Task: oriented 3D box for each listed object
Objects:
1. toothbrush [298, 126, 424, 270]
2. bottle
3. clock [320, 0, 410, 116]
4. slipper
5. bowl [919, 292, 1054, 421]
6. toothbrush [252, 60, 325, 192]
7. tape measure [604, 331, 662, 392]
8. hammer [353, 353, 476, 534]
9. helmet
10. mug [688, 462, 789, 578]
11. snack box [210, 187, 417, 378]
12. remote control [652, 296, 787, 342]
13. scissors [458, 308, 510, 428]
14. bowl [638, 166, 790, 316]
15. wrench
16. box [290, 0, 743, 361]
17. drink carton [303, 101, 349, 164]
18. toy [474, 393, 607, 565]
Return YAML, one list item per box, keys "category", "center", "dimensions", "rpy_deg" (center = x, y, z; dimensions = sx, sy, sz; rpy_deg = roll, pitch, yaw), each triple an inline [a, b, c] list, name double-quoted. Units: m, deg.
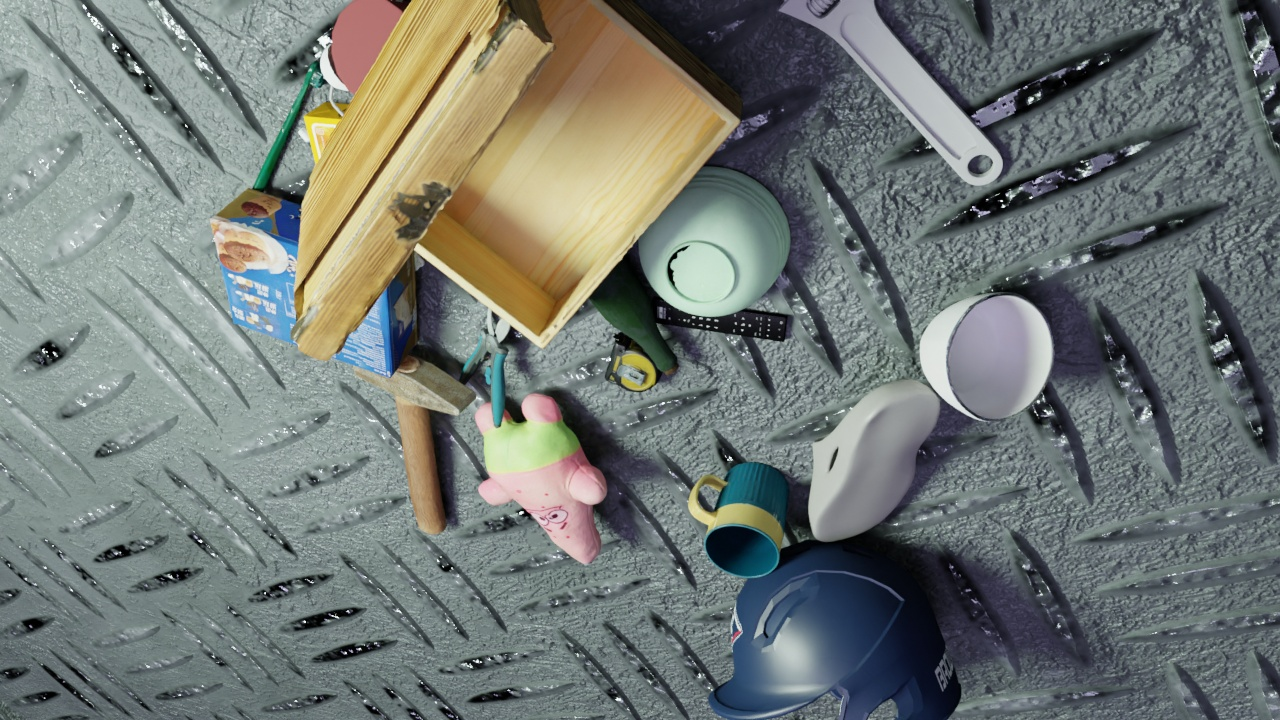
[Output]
- category: "toothbrush"
  center: [-0.297, -0.170, 0.979]
  dimensions: [0.012, 0.017, 0.187]
  rpy_deg: [-24, 115, 33]
- category: "bottle"
  center: [-0.014, -0.055, 0.942]
  dimensions: [0.055, 0.055, 0.174]
  rpy_deg: [-23, 115, 31]
- category: "clock"
  center: [-0.238, -0.275, 0.844]
  dimensions: [0.096, 0.048, 0.138]
  rpy_deg: [47, 117, 2]
- category: "slipper"
  center: [0.228, 0.091, 0.955]
  dimensions: [0.112, 0.080, 0.266]
  rpy_deg: [-16, 144, -13]
- category: "bowl"
  center: [0.309, -0.006, 0.839]
  dimensions: [0.116, 0.066, 0.116]
  rpy_deg: [-2, 98, -17]
- category: "toothbrush"
  center: [-0.367, -0.237, 0.955]
  dimensions: [0.017, 0.016, 0.190]
  rpy_deg: [36, 129, -14]
- category: "tape measure"
  center: [-0.006, 0.006, 0.999]
  dimensions: [0.061, 0.034, 0.062]
  rpy_deg: [17, 129, 4]
- category: "hammer"
  center: [-0.273, 0.118, 1.158]
  dimensions: [0.158, 0.037, 0.301]
  rpy_deg: [23, 135, 20]
- category: "helmet"
  center: [0.197, 0.321, 1.036]
  dimensions: [0.272, 0.232, 0.223]
  rpy_deg: [-30, 82, 5]
- category: "mug"
  center: [0.110, 0.170, 1.034]
  dimensions: [0.113, 0.107, 0.083]
  rpy_deg: [30, 131, -4]
- category: "snack box"
  center: [-0.355, -0.084, 1.017]
  dimensions: [0.203, 0.069, 0.155]
  rpy_deg: [18, 136, 7]
- category: "remote control"
  center: [0.081, -0.043, 0.949]
  dimensions: [0.140, 0.009, 0.030]
  rpy_deg: [9, 127, 13]
- category: "scissors"
  center: [-0.178, 0.003, 1.052]
  dimensions: [0.125, 0.019, 0.154]
  rpy_deg: [5, 102, 48]
- category: "bowl"
  center: [0.063, -0.100, 0.871]
  dimensions: [0.151, 0.076, 0.151]
  rpy_deg: [9, 127, 12]
- category: "wrench"
  center: [0.212, -0.250, 0.748]
  dimensions: [0.273, 0.018, 0.087]
  rpy_deg: [41, 126, -14]
- category: "box"
  center: [-0.123, -0.158, 0.695]
  dimensions: [0.284, 0.322, 0.280]
  rpy_deg: [39, 117, -9]
- category: "drink carton"
  center: [-0.266, -0.219, 0.917]
  dimensions: [0.122, 0.040, 0.059]
  rpy_deg: [8, 127, 13]
- category: "toy"
  center: [-0.111, 0.151, 1.099]
  dimensions: [0.192, 0.096, 0.237]
  rpy_deg: [-9, 116, 35]
